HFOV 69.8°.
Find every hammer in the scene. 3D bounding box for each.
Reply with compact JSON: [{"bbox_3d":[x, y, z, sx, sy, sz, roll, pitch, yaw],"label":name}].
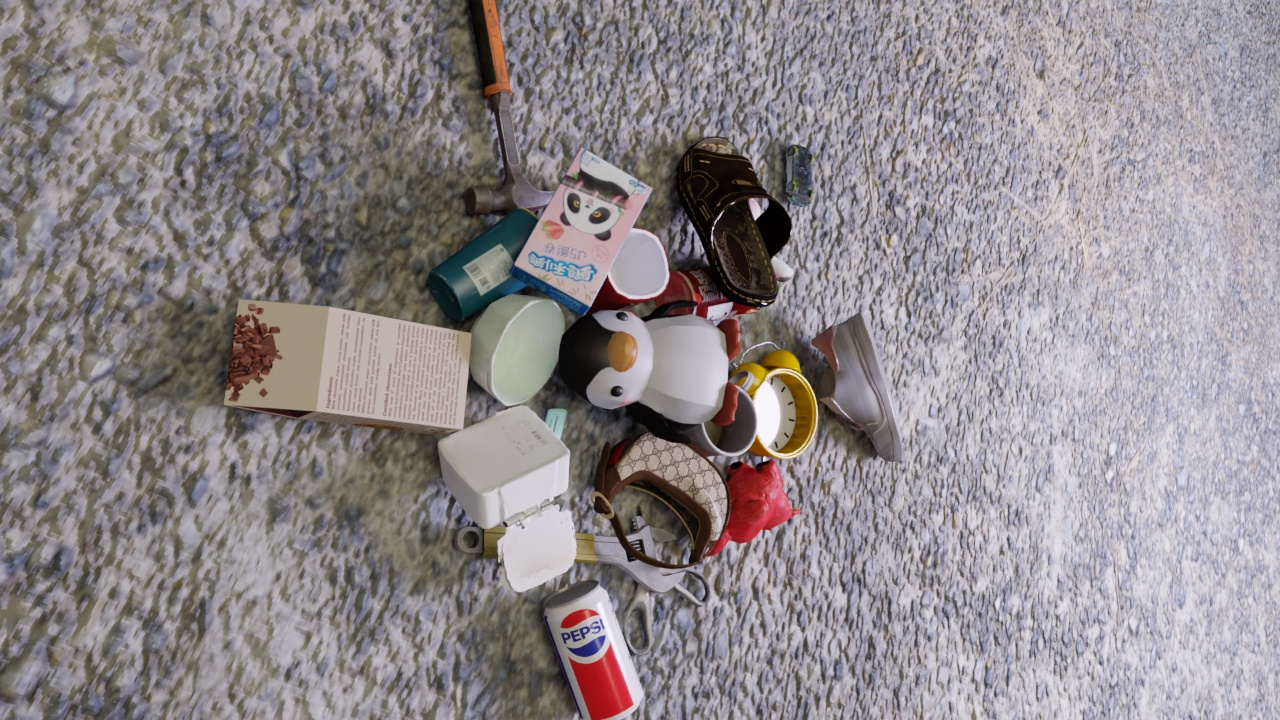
[{"bbox_3d":[-0.148,-0.315,1.013,0.137,0.035,0.314,-8,86,-34],"label":"hammer"}]

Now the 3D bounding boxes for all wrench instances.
[{"bbox_3d":[-0.069,0.203,0.978,0.273,0.018,0.083,10,68,-30],"label":"wrench"}]

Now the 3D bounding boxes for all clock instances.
[{"bbox_3d":[0.165,0.053,1.150,0.113,0.052,0.152,-21,98,-34],"label":"clock"}]

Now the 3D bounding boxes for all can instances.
[{"bbox_3d":[-0.050,0.301,0.950,0.070,0.070,0.132,-22,94,-34],"label":"can"}]

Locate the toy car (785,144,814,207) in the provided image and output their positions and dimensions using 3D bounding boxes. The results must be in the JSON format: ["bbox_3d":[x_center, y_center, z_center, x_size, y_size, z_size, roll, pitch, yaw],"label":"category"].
[{"bbox_3d":[0.214,-0.249,1.247,0.038,0.027,0.089,13,74,-34],"label":"toy car"}]

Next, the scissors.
[{"bbox_3d":[0.015,0.249,1.037,0.157,0.013,0.170,15,73,-30],"label":"scissors"}]

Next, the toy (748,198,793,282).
[{"bbox_3d":[0.148,-0.149,1.180,0.079,0.038,0.122,-14,90,-22],"label":"toy"}]

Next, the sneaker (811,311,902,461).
[{"bbox_3d":[0.284,0.046,1.219,0.099,0.090,0.236,-78,149,-56],"label":"sneaker"}]

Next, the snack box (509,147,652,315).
[{"bbox_3d":[-0.060,-0.132,0.933,0.088,0.033,0.154,28,70,-7],"label":"snack box"}]

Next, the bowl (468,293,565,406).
[{"bbox_3d":[-0.136,-0.018,0.941,0.117,0.061,0.118,-42,145,-40],"label":"bowl"}]

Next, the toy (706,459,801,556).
[{"bbox_3d":[0.131,0.191,1.087,0.132,0.088,0.094,-48,119,-29],"label":"toy"}]

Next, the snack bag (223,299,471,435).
[{"bbox_3d":[-0.270,0.008,0.853,0.206,0.070,0.094,11,76,-32],"label":"snack bag"}]

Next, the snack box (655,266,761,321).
[{"bbox_3d":[0.087,-0.080,1.107,0.121,0.072,0.072,-13,89,-36],"label":"snack box"}]

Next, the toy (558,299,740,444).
[{"bbox_3d":[-0.006,0.006,0.990,0.183,0.140,0.159,10,76,-30],"label":"toy"}]

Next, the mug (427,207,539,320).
[{"bbox_3d":[-0.154,-0.096,0.949,0.121,0.078,0.078,-37,103,-28],"label":"mug"}]

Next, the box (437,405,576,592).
[{"bbox_3d":[-0.118,0.147,0.914,0.107,0.152,0.132,-25,138,-29],"label":"box"}]

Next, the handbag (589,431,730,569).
[{"bbox_3d":[0.020,0.155,1.017,0.166,0.063,0.138,37,51,-20],"label":"handbag"}]

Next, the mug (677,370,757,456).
[{"bbox_3d":[0.092,0.061,1.085,0.084,0.071,0.113,41,62,-22],"label":"mug"}]

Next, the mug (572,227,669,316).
[{"bbox_3d":[-0.043,-0.094,1.006,0.116,0.097,0.080,-7,86,-34],"label":"mug"}]

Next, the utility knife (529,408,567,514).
[{"bbox_3d":[-0.102,0.116,0.973,0.022,0.015,0.141,17,67,-14],"label":"utility knife"}]

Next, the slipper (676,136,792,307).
[{"bbox_3d":[0.115,-0.180,1.096,0.113,0.076,0.267,8,52,-25],"label":"slipper"}]
